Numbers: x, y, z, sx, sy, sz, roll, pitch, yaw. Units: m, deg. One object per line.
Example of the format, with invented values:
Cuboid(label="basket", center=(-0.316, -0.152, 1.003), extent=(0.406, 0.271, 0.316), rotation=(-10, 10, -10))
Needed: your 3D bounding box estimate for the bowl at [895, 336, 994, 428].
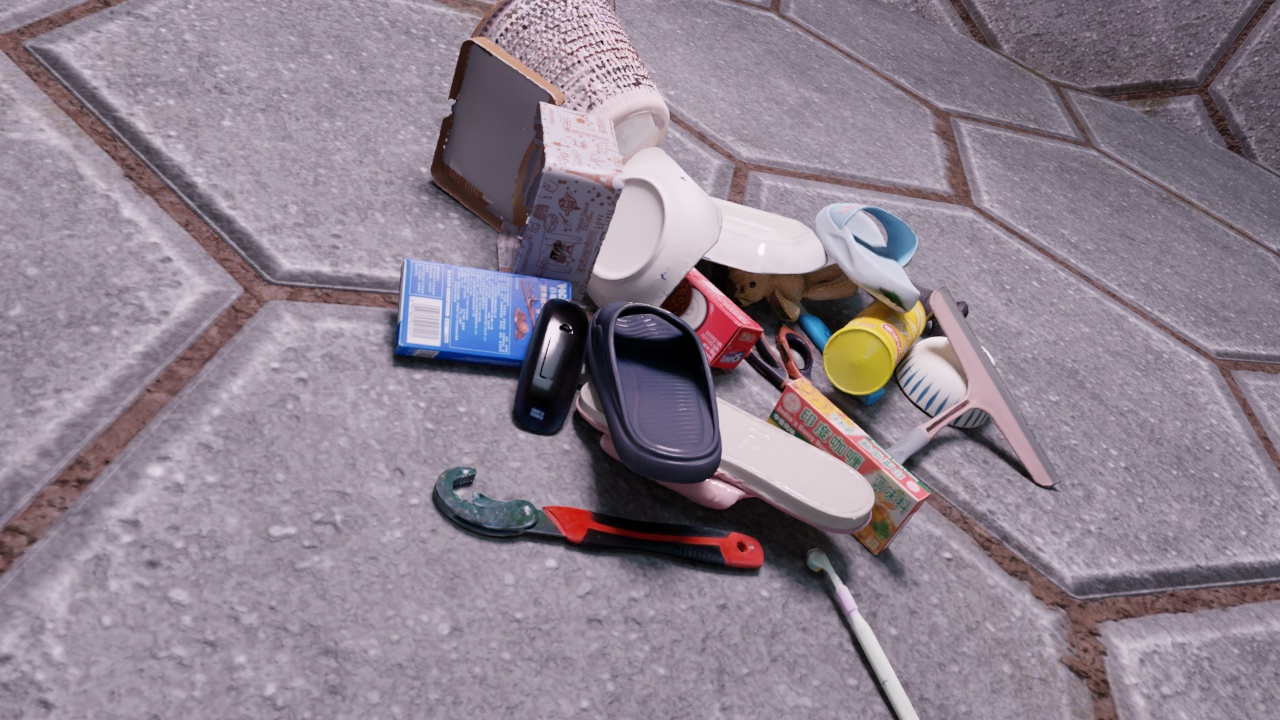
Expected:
Cuboid(label="bowl", center=(0.359, 0.014, 1.046), extent=(0.116, 0.066, 0.116), rotation=(15, 38, -12))

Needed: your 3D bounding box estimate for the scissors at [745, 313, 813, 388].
Cuboid(label="scissors", center=(0.175, 0.026, 0.970), extent=(0.205, 0.015, 0.196), rotation=(32, 36, 11))

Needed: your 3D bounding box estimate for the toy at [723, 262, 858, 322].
Cuboid(label="toy", center=(0.176, -0.092, 1.062), extent=(0.157, 0.066, 0.105), rotation=(-3, 48, -12))

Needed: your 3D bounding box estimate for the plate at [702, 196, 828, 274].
Cuboid(label="plate", center=(0.089, -0.157, 1.066), extent=(0.266, 0.034, 0.161), rotation=(21, 27, 26))

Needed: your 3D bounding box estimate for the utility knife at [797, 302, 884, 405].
Cuboid(label="utility knife", center=(0.210, -0.027, 1.056), extent=(0.034, 0.018, 0.216), rotation=(-4, 43, -32))

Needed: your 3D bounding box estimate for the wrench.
Cuboid(label="wrench", center=(-0.028, 0.131, 0.725), extent=(0.273, 0.016, 0.056), rotation=(14, 38, -13))

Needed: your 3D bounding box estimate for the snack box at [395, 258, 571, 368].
Cuboid(label="snack box", center=(-0.140, -0.040, 0.835), extent=(0.157, 0.026, 0.084), rotation=(7, 70, -22))

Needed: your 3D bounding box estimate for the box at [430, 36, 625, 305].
Cuboid(label="box", center=(-0.115, -0.187, 0.935), extent=(0.124, 0.179, 0.273), rotation=(-8, 48, -36))

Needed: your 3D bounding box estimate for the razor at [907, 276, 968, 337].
Cuboid(label="razor", center=(0.339, -0.085, 1.179), extent=(0.167, 0.062, 0.067), rotation=(39, 8, 28))

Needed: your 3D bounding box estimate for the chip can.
Cuboid(label="chip can", center=(0.260, -0.025, 1.005), extent=(0.072, 0.072, 0.212), rotation=(34, 26, 13))

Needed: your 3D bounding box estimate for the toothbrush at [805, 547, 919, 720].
Cuboid(label="toothbrush", center=(0.180, 0.229, 0.718), extent=(0.029, 0.020, 0.189), rotation=(35, 22, -47))

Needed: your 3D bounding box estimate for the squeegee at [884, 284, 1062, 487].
Cuboid(label="squeegee", center=(0.295, 0.075, 0.945), extent=(0.248, 0.040, 0.247), rotation=(-27, 86, -34))

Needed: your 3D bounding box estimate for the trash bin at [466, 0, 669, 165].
Cuboid(label="trash bin", center=(-0.075, -0.323, 1.121), extent=(0.226, 0.228, 0.192), rotation=(-20, 67, -44))

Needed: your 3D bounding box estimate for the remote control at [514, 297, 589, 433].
Cuboid(label="remote control", center=(-0.076, 0.000, 0.815), extent=(0.053, 0.024, 0.136), rotation=(21, 59, -15))

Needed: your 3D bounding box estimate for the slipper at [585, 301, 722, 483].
Cuboid(label="slipper", center=(0.018, 0.000, 0.791), extent=(0.110, 0.083, 0.267), rotation=(6, 29, -12))

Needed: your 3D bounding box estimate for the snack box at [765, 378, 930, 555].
Cuboid(label="snack box", center=(0.180, 0.095, 0.835), extent=(0.027, 0.077, 0.156), rotation=(-19, 54, -43))

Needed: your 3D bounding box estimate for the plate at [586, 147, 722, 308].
Cuboid(label="plate", center=(-0.010, -0.130, 0.939), extent=(0.034, 0.164, 0.163), rotation=(18, 28, -51))

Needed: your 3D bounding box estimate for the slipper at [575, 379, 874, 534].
Cuboid(label="slipper", center=(0.068, 0.085, 0.800), extent=(0.274, 0.055, 0.113), rotation=(22, 31, 14))

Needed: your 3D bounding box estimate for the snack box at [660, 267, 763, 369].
Cuboid(label="snack box", center=(0.034, -0.077, 0.970), extent=(0.207, 0.057, 0.058), rotation=(46, 21, 27))

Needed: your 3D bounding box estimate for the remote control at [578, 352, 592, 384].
Cuboid(label="remote control", center=(-0.005, 0.005, 0.891), extent=(0.135, 0.019, 0.056), rotation=(5, 40, -24))

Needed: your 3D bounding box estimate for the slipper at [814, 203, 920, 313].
Cuboid(label="slipper", center=(0.264, -0.131, 1.033), extent=(0.104, 0.074, 0.245), rotation=(31, 23, -15))
